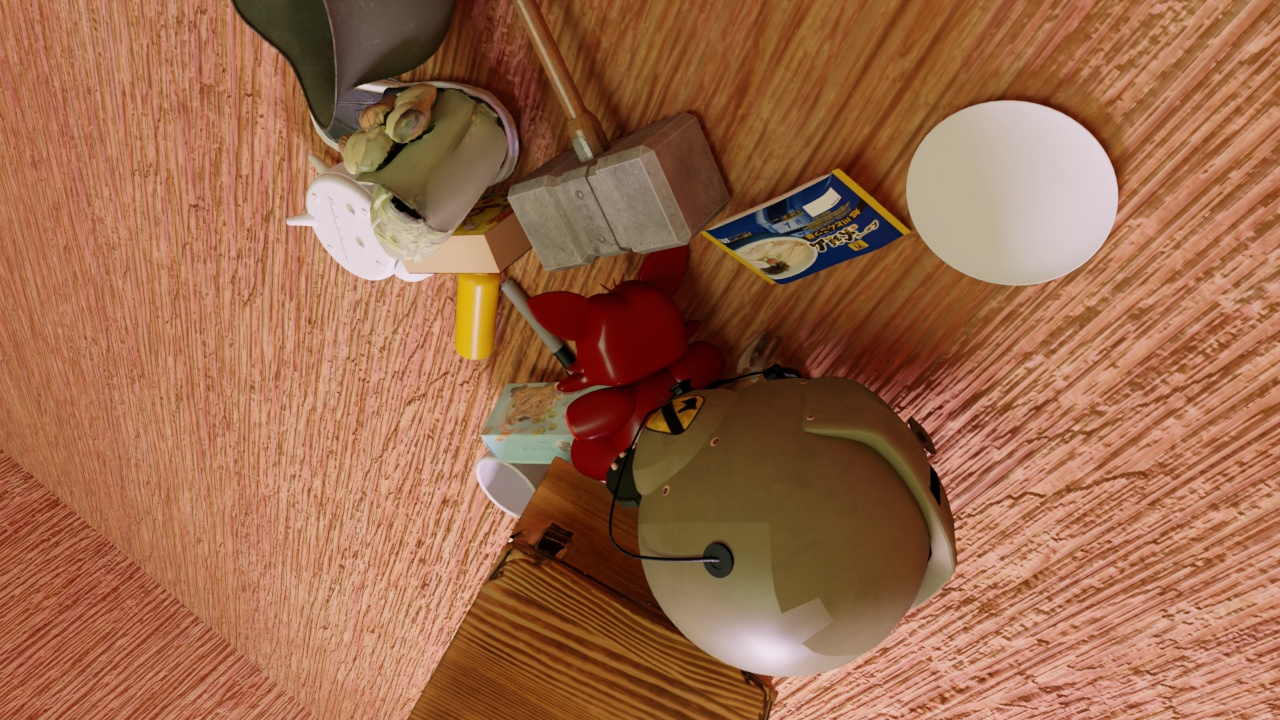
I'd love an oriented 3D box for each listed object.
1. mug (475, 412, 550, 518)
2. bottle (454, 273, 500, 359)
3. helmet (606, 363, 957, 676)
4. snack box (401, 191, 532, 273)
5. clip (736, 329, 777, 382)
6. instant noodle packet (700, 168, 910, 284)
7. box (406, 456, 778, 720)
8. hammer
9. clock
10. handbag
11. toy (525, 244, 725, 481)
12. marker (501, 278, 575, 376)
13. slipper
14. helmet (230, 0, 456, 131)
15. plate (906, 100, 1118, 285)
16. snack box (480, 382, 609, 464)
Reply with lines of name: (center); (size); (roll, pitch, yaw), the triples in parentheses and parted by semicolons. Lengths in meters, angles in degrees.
mug: (-0.134, 0.107, 1.051); (0.091, 0.089, 0.121); (-17, 113, 46)
bottle: (-0.172, -0.064, 0.970); (0.043, 0.043, 0.144); (30, 138, 14)
helmet: (0.120, 0.119, 0.716); (0.233, 0.254, 0.250); (-12, 118, 47)
snack box: (-0.159, -0.122, 0.874); (0.126, 0.088, 0.040); (4, 127, 36)
clip: (0.106, -0.001, 0.818); (0.061, 0.025, 0.049); (-17, 114, 47)
instant noodle packet: (0.123, -0.098, 0.700); (0.087, 0.026, 0.135); (30, 148, -32)
box: (-0.049, 0.309, 0.851); (0.279, 0.335, 0.287); (31, 148, -1)
hammer: (-0.068, -0.233, 0.712); (0.163, 0.082, 0.318); (-6, 120, 41)
clock: (-0.294, -0.146, 0.973); (0.161, 0.072, 0.125); (19, 134, 25)
handbag: (-0.191, -0.154, 0.754); (0.117, 0.113, 0.187); (39, 161, -14)
toy: (-0.005, 0.005, 0.817); (0.120, 0.158, 0.197); (35, 146, 63)
marker: (-0.098, -0.027, 0.964); (0.016, 0.016, 0.140); (-25, 107, 48)
slipper: (-0.229, -0.214, 0.873); (0.264, 0.062, 0.111); (20, 135, 27)
helmet: (-0.220, -0.313, 0.691); (0.227, 0.153, 0.268); (4, 105, 62)
plate: (0.247, -0.112, 0.618); (0.135, 0.011, 0.135); (22, 135, 23)
snack box: (-0.076, 0.065, 0.957); (0.175, 0.074, 0.053); (-3, 137, 31)
